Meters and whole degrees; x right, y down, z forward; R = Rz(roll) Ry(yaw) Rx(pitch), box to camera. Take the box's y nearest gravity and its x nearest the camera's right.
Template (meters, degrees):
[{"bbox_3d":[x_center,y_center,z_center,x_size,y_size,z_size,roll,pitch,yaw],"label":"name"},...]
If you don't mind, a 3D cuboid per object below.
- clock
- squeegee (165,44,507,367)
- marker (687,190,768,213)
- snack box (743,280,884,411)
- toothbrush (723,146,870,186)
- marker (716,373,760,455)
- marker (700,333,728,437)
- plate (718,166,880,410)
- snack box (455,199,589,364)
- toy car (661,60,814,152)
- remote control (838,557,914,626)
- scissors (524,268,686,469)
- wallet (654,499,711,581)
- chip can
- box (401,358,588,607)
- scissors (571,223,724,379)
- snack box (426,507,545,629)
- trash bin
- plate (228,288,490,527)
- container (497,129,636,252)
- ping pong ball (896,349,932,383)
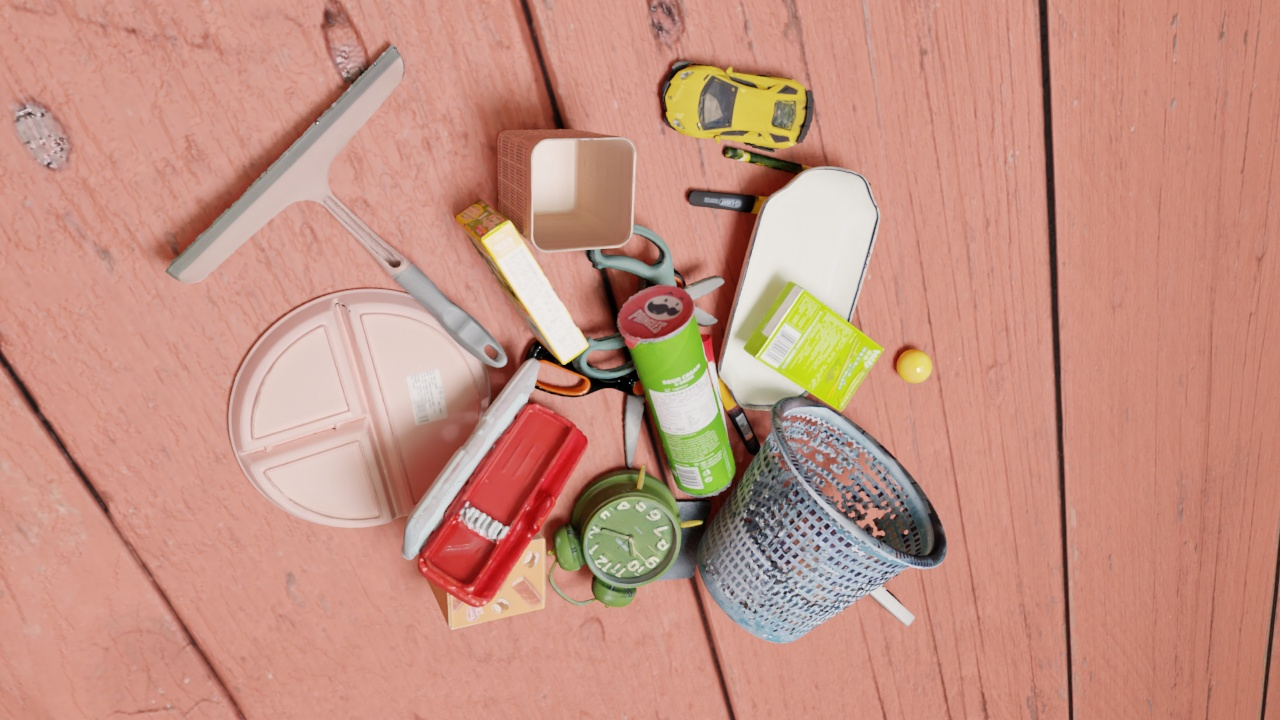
[{"bbox_3d":[-0.025,0.188,0.948,0.161,0.056,0.116,-44,106,4],"label":"clock"},{"bbox_3d":[-0.204,-0.080,0.769,0.247,0.040,0.249,-49,114,-11],"label":"squeegee"},{"bbox_3d":[0.101,-0.157,0.915,0.124,0.015,0.018,1,110,-28],"label":"marker"},{"bbox_3d":[0.185,-0.012,0.963,0.156,0.026,0.086,28,98,-38],"label":"snack box"},{"bbox_3d":[0.162,-0.192,0.935,0.185,0.012,0.017,6,117,-29],"label":"toothbrush"},{"bbox_3d":[0.106,0.061,1.006,0.018,0.015,0.124,-38,124,-11],"label":"marker"},{"bbox_3d":[0.076,0.036,0.964,0.017,0.017,0.145,-25,125,-17],"label":"marker"},{"bbox_3d":[0.158,-0.074,0.956,0.161,0.034,0.266,-1,114,-31],"label":"plate"},{"bbox_3d":[-0.104,-0.068,0.803,0.033,0.087,0.140,-38,121,-8],"label":"snack box"},{"bbox_3d":[0.092,-0.237,0.864,0.155,0.041,0.071,2,108,-26],"label":"toy car"},{"bbox_3d":[0.294,0.288,1.165,0.021,0.058,0.150,-50,123,-3],"label":"remote control"},{"bbox_3d":[-0.010,0.007,0.923,0.233,0.021,0.221,14,107,-32],"label":"scissors"},{"bbox_3d":[0.019,0.198,1.014,0.120,0.019,0.097,5,106,-30],"label":"wallet"},{"bbox_3d":[0.040,0.038,0.894,0.072,0.072,0.236,-31,134,-13],"label":"chip can"},{"bbox_3d":[-0.120,0.104,0.807,0.102,0.101,0.200,32,55,0],"label":"box"},{"bbox_3d":[-0.002,-0.066,0.866,0.170,0.019,0.181,-28,122,-10],"label":"scissors"},{"bbox_3d":[-0.150,0.190,0.878,0.094,0.093,0.077,-7,112,-25],"label":"snack box"},{"bbox_3d":[0.171,0.184,0.974,0.226,0.226,0.195,22,120,-32],"label":"trash bin"},{"bbox_3d":[-0.241,0.050,0.816,0.229,0.028,0.230,-10,113,-24],"label":"plate"},{"bbox_3d":[-0.068,-0.149,0.775,0.090,0.111,0.090,-8,112,-25],"label":"container"},{"bbox_3d":[0.322,0.007,1.078,0.040,0.040,0.040,-10,113,-24],"label":"ping pong ball"}]
